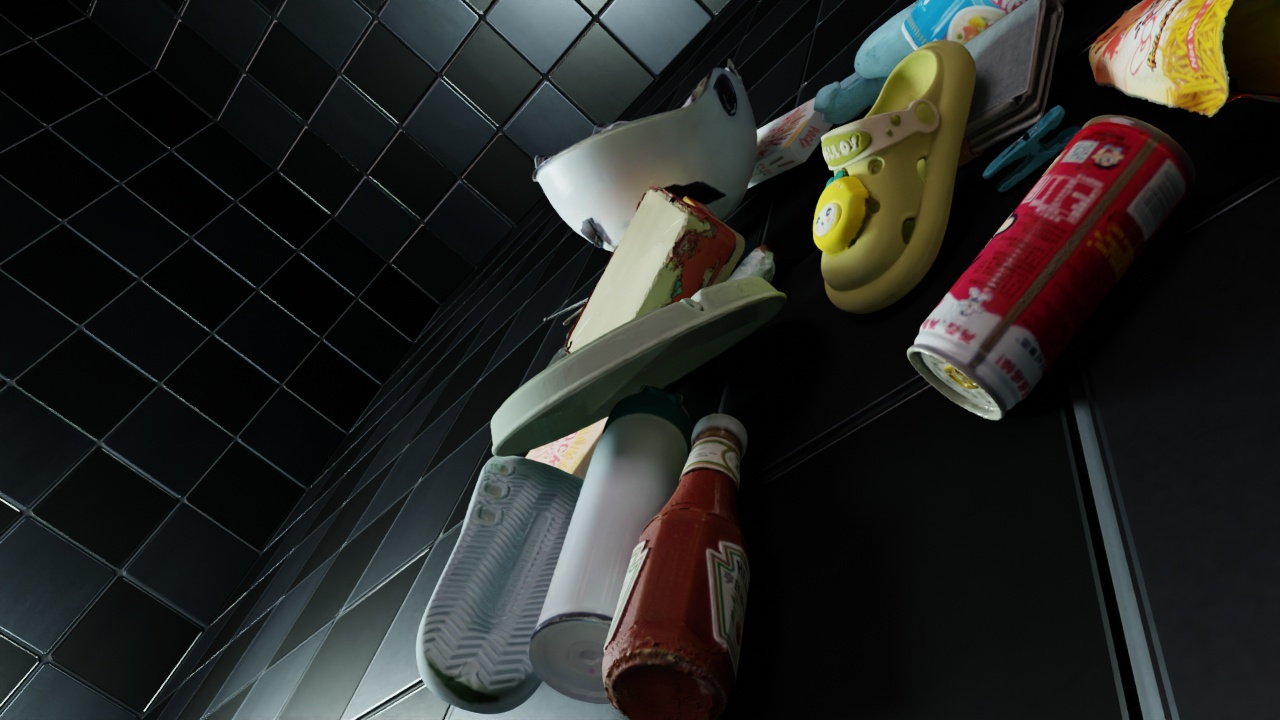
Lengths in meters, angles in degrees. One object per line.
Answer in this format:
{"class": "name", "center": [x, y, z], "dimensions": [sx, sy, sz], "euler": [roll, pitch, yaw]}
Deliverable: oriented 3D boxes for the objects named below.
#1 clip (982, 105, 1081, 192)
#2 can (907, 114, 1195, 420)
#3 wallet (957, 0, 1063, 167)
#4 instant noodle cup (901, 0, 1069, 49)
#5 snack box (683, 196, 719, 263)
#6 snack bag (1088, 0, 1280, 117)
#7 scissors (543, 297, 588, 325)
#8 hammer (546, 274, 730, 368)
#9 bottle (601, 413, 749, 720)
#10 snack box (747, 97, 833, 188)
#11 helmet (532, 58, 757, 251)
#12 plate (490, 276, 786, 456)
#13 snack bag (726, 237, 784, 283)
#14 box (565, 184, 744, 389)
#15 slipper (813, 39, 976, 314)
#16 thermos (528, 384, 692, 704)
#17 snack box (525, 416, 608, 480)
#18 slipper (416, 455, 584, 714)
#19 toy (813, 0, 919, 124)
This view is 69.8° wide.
{"class": "clip", "center": [0.224, -0.120, 0.527], "dimensions": [0.057, 0.046, 0.014], "euler": [-44, 18, 32]}
{"class": "can", "center": [0.177, -0.040, 0.401], "dimensions": [0.132, 0.053, 0.053], "euler": [-50, 15, -3]}
{"class": "wallet", "center": [0.221, -0.172, 0.620], "dimensions": [0.130, 0.037, 0.106], "euler": [-26, 39, 58]}
{"class": "instant noodle cup", "center": [0.254, -0.265, 0.667], "dimensions": [0.110, 0.099, 0.099], "euler": [-49, 13, 38]}
{"class": "snack box", "center": [0.023, -0.066, 0.841], "dimensions": [0.156, 0.027, 0.077], "euler": [-56, 37, 19]}
{"class": "snack bag", "center": [0.282, -0.168, 0.426], "dimensions": [0.129, 0.073, 0.207], "euler": [-42, 10, 27]}
{"class": "scissors", "center": [-0.003, -0.088, 0.979], "dimensions": [0.222, 0.022, 0.229], "euler": [-19, 14, 40]}
{"class": "hammer", "center": [-0.018, -0.031, 0.963], "dimensions": [0.324, 0.032, 0.125], "euler": [-28, 27, 53]}
{"class": "bottle", "center": [0.030, 0.096, 0.484], "dimensions": [0.060, 0.060, 0.205], "euler": [-40, 14, 29]}
{"class": "snack box", "center": [0.149, -0.231, 0.986], "dimensions": [0.084, 0.027, 0.157], "euler": [-54, 15, -16]}
{"class": "helmet", "center": [0.017, -0.187, 0.935], "dimensions": [0.230, 0.146, 0.257], "euler": [-19, 16, 27]}
{"class": "plate", "center": [-0.004, 0.004, 0.641], "dimensions": [0.230, 0.027, 0.230], "euler": [-27, -9, -5]}
{"class": "snack bag", "center": [0.079, -0.055, 0.742], "dimensions": [0.104, 0.026, 0.048], "euler": [-51, -25, -3]}
{"class": "box", "center": [0.003, -0.056, 0.769], "dimensions": [0.168, 0.077, 0.091], "euler": [-61, 36, 14]}
{"class": "slipper", "center": [0.147, -0.124, 0.579], "dimensions": [0.092, 0.081, 0.190], "euler": [-10, 58, 68]}
{"class": "thermos", "center": [-0.009, 0.100, 0.569], "dimensions": [0.073, 0.073, 0.223], "euler": [-41, 17, 29]}
{"class": "snack box", "center": [-0.064, 0.085, 0.825], "dimensions": [0.084, 0.026, 0.157], "euler": [-54, 16, -16]}
{"class": "slipper", "center": [-0.080, 0.143, 0.602], "dimensions": [0.244, 0.104, 0.074], "euler": [-71, -1, -66]}
{"class": "toy", "center": [0.222, -0.263, 0.781], "dimensions": [0.161, 0.050, 0.156], "euler": [-28, -7, -5]}
